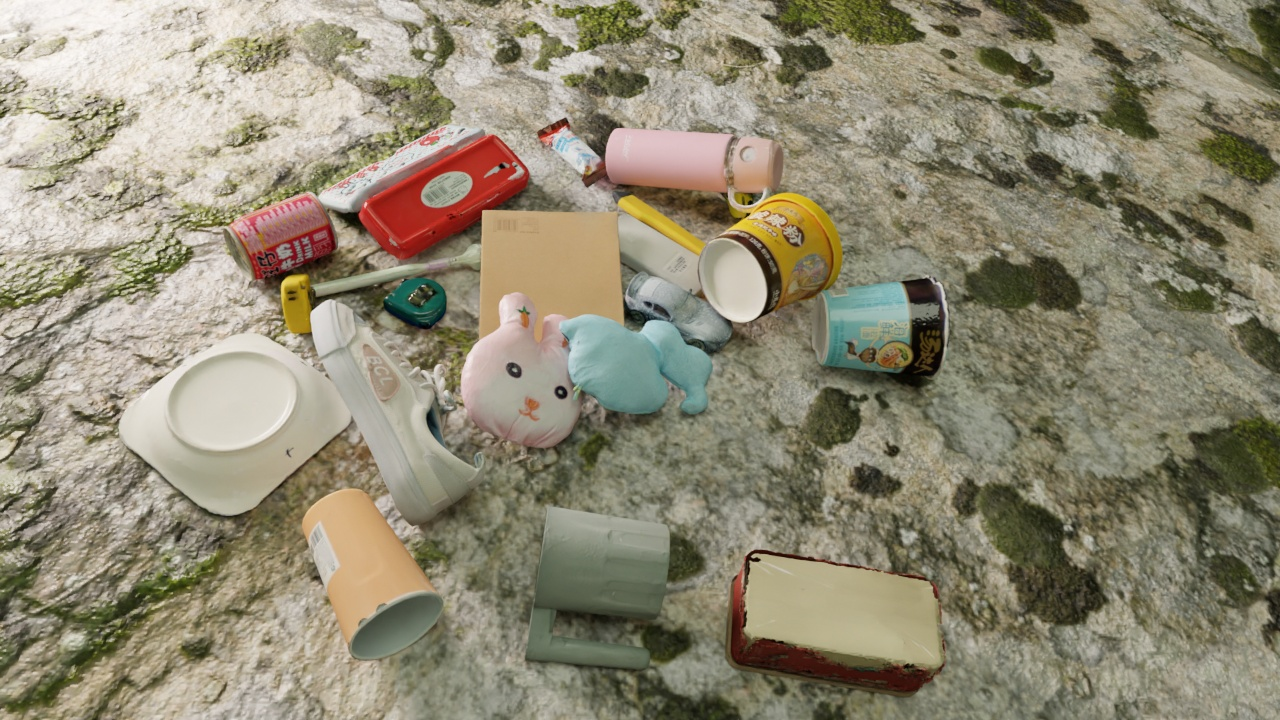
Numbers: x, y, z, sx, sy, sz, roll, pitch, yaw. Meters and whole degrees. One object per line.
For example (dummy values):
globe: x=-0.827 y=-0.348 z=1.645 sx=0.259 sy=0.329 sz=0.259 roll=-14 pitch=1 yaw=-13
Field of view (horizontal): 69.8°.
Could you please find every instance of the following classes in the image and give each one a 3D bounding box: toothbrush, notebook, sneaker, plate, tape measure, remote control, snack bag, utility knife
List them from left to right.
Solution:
plate: x=-0.365 y=0.044 z=0.828 sx=0.163 sy=0.034 sz=0.163 roll=32 pitch=55 yaw=14
tape measure: x=-0.330 y=-0.055 z=0.894 sx=0.029 sy=0.057 sz=0.060 roll=-6 pitch=14 yaw=-12
toothbrush: x=-0.255 y=-0.090 z=0.960 sx=0.189 sy=0.020 sz=0.029 roll=-15 pitch=89 yaw=-18
sneaker: x=-0.217 y=0.027 z=0.827 sx=0.090 sy=0.090 sz=0.242 roll=-30 pitch=66 yaw=-11
tape measure: x=-0.226 y=-0.061 z=0.938 sx=0.058 sy=0.025 sz=0.054 roll=28 pitch=54 yaw=11
notebook: x=-0.093 y=-0.072 z=0.961 sx=0.149 sy=0.012 sz=0.211 roll=0 pitch=61 yaw=-8
snack bag: x=-0.078 y=-0.253 z=1.110 sx=0.048 sy=0.026 sz=0.104 roll=-34 pitch=64 yaw=-16
remote control: x=0.019 y=-0.115 z=1.025 sx=0.135 sy=0.019 sz=0.056 roll=32 pitch=54 yaw=15
utility knife: x=0.027 y=-0.152 z=1.055 sx=0.154 sy=0.015 sz=0.033 roll=37 pitch=35 yaw=18

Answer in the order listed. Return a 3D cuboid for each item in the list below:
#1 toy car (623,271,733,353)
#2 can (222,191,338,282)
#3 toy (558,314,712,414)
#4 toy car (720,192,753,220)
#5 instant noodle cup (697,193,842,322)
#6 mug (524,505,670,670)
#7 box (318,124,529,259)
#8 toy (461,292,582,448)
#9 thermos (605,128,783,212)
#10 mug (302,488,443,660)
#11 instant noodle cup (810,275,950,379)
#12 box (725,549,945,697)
toy car: x=0.041 y=-0.052 z=0.971 sx=0.120 sy=0.037 sz=0.054 roll=28 pitch=52 yaw=7
can: x=-0.367 y=-0.125 z=0.936 sx=0.093 sy=0.067 sz=0.066 roll=-30 pitch=63 yaw=-28
toy: x=-0.005 y=0.005 z=0.895 sx=0.161 sy=0.050 sz=0.155 roll=44 pitch=45 yaw=-2
toy car: x=0.111 y=-0.212 z=1.097 sx=0.032 sy=0.048 sz=0.105 roll=-5 pitch=54 yaw=-12
instant noodle cup: x=0.131 y=-0.103 z=0.964 sx=0.114 sy=0.119 sz=0.118 roll=-30 pitch=63 yaw=-36
mug: x=-0.035 y=0.188 z=0.755 sx=0.103 sy=0.084 sz=0.123 roll=8 pitch=79 yaw=-5
box: x=-0.240 y=-0.201 z=1.026 sx=0.160 sy=0.065 sz=0.200 roll=35 pitch=54 yaw=21
toy: x=-0.107 y=0.007 z=0.869 sx=0.121 sy=0.054 sz=0.159 roll=25 pitch=52 yaw=-25
thermos: x=0.060 y=-0.219 z=1.052 sx=0.199 sy=0.067 sz=0.087 roll=10 pitch=81 yaw=20
mug: x=-0.221 y=0.166 z=0.736 sx=0.078 sy=0.078 sz=0.122 roll=-25 pitch=56 yaw=-26
instant noodle cup: x=0.244 y=-0.033 z=0.955 sx=0.120 sy=0.111 sz=0.111 roll=-1 pitch=53 yaw=-1
box: x=0.161 y=0.215 z=0.759 sx=0.168 sy=0.078 sz=0.091 roll=10 pitch=51 yaw=-2
